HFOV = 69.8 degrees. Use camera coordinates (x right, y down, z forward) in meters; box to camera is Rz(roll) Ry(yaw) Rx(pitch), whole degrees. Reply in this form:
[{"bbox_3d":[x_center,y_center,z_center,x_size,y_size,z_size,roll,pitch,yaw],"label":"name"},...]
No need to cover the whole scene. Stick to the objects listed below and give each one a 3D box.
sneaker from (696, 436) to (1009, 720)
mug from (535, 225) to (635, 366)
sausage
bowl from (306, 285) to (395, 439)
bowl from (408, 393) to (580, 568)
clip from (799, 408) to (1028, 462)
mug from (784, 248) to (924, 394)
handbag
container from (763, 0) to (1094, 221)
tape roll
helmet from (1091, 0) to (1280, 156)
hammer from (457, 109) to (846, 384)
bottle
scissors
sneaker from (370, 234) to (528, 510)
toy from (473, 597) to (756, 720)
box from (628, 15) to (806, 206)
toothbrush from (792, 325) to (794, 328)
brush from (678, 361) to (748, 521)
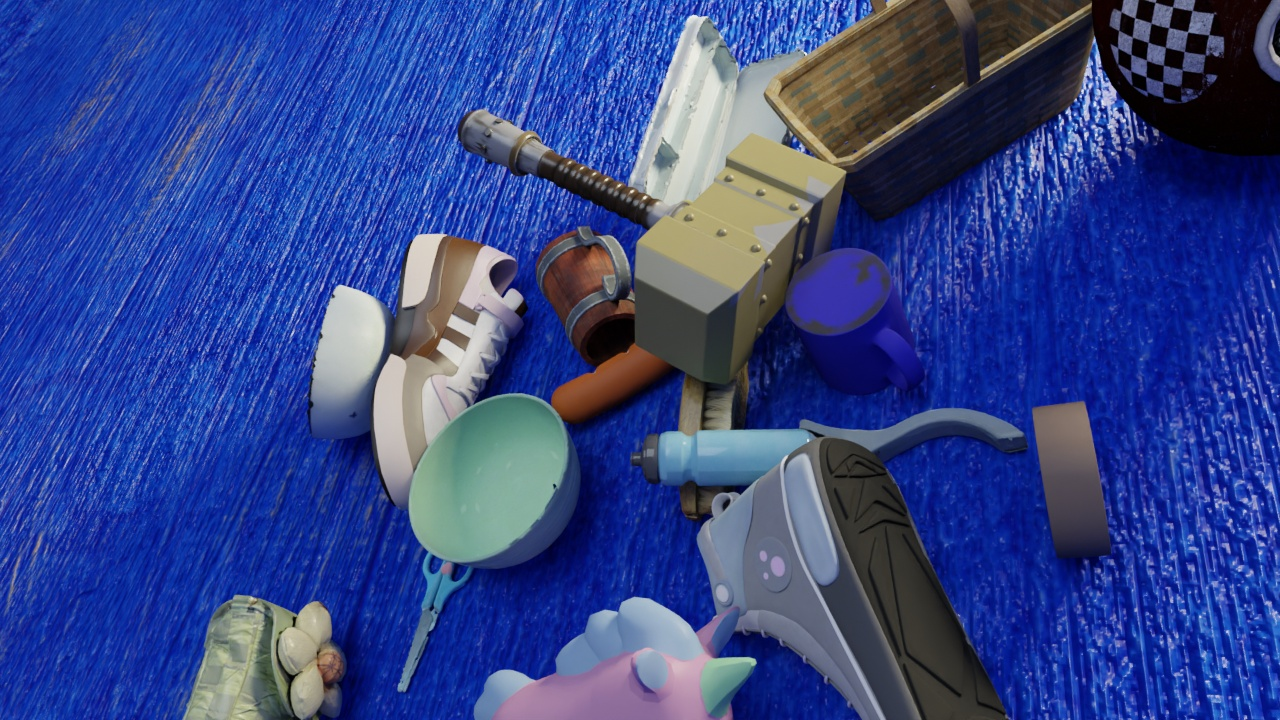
[{"bbox_3d":[0.120,0.188,0.579,0.161,0.093,0.256,-39,59,40],"label":"sneaker"},{"bbox_3d":[-0.040,-0.068,0.833,0.081,0.118,0.111,-8,47,-22],"label":"mug"},{"bbox_3d":[-0.005,0.005,0.804,0.164,0.039,0.044,-33,50,5],"label":"sausage"},{"bbox_3d":[-0.275,0.006,0.906,0.073,0.154,0.153,8,53,-11],"label":"bowl"},{"bbox_3d":[-0.110,0.109,0.763,0.151,0.077,0.150,-16,51,20],"label":"bowl"},{"bbox_3d":[0.203,0.073,0.645,0.164,0.031,0.168,-31,49,4],"label":"clip"},{"bbox_3d":[0.169,-0.020,0.691,0.079,0.083,0.111,-41,47,-2],"label":"mug"},{"bbox_3d":[-0.297,0.285,0.733,0.117,0.113,0.186,3,61,15],"label":"handbag"},{"bbox_3d":[0.234,-0.257,0.756,0.250,0.186,0.157,-32,47,6],"label":"container"},{"bbox_3d":[0.264,0.073,0.562,0.030,0.094,0.093,-10,53,24],"label":"tape roll"},{"bbox_3d":[0.435,-0.267,0.604,0.233,0.254,0.234,-36,43,-18],"label":"helmet"},{"bbox_3d":[-0.021,-0.134,0.753,0.325,0.101,0.189,29,56,22],"label":"hammer"},{"bbox_3d":[0.057,0.070,0.663,0.130,0.040,0.040,-1,55,5],"label":"bottle"},{"bbox_3d":[-0.177,0.211,0.773,0.055,0.015,0.136,1,55,28],"label":"scissors"},{"bbox_3d":[-0.171,0.005,0.873,0.116,0.112,0.293,-2,54,4],"label":"sneaker"},{"bbox_3d":[-0.030,0.230,0.583,0.223,0.120,0.171,3,92,35],"label":"toy"},{"bbox_3d":[0.068,-0.223,0.858,0.130,0.105,0.210,-2,67,40],"label":"box"},{"bbox_3d":[0.139,-0.103,0.817,0.018,0.015,0.180,-17,51,26],"label":"toothbrush"},{"bbox_3d":[0.060,0.033,0.732,0.043,0.059,0.195,1,62,17],"label":"brush"}]
